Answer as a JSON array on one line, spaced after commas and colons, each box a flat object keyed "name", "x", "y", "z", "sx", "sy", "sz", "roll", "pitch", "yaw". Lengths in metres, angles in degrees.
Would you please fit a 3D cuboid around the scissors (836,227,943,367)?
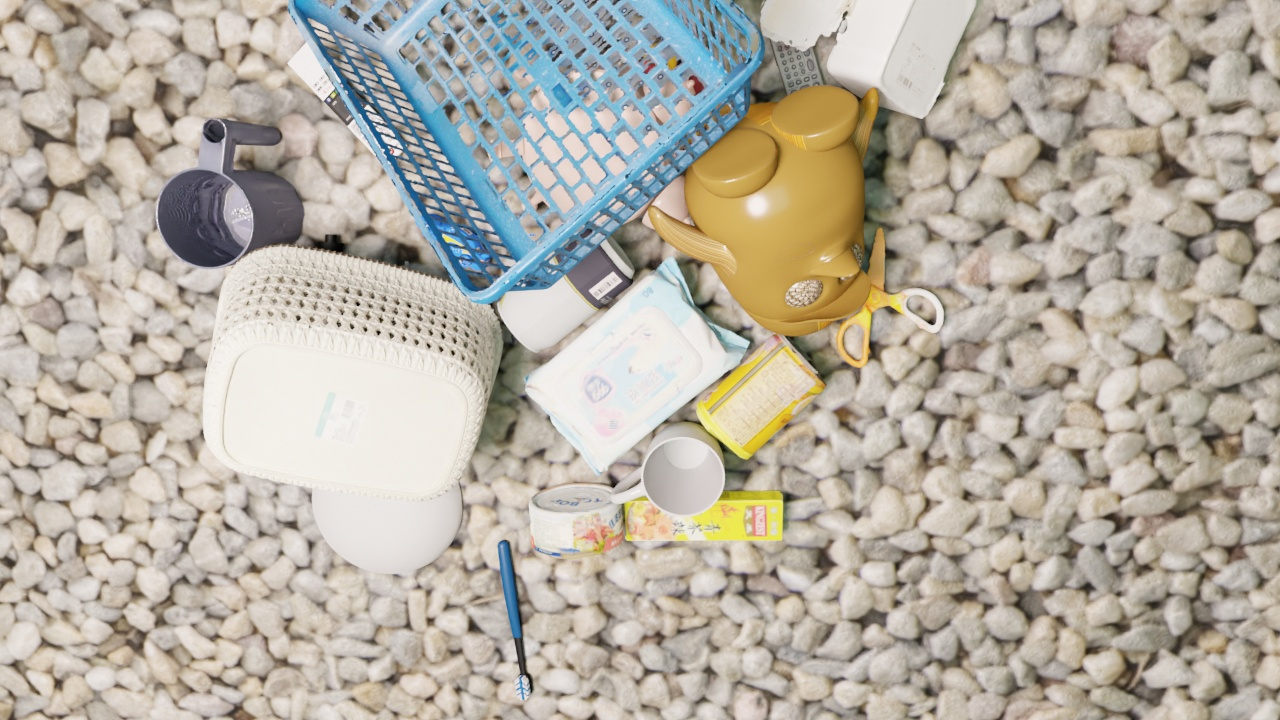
[{"name": "scissors", "x": 0.214, "y": -0.054, "z": 0.814, "sx": 0.128, "sy": 0.011, "sz": 0.125, "roll": 4, "pitch": 101, "yaw": 6}]

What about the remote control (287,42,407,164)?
[{"name": "remote control", "x": -0.260, "y": -0.228, "z": 0.819, "sx": 0.028, "sy": 0.011, "sz": 0.124, "roll": -42, "pitch": 95, "yaw": 11}]

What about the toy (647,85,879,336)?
[{"name": "toy", "x": 0.118, "y": -0.101, "z": 0.730, "sx": 0.198, "sy": 0.162, "sz": 0.203, "roll": -30, "pitch": 133, "yaw": -7}]

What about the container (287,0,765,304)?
[{"name": "container", "x": -0.091, "y": -0.234, "z": 0.692, "sx": 0.257, "sy": 0.089, "sz": 0.362, "roll": -40, "pitch": 64, "yaw": 11}]

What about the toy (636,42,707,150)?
[{"name": "toy", "x": 0.024, "y": -0.220, "z": 0.782, "sx": 0.084, "sy": 0.046, "sz": 0.103, "roll": -13, "pitch": 97, "yaw": 23}]

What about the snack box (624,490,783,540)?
[{"name": "snack box", "x": 0.059, "y": 0.146, "z": 0.861, "sx": 0.148, "sy": 0.029, "sz": 0.040, "roll": -1, "pitch": 102, "yaw": 5}]

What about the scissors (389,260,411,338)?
[{"name": "scissors", "x": -0.237, "y": -0.010, "z": 0.862, "sx": 0.141, "sy": 0.014, "sz": 0.174, "roll": 9, "pitch": 101, "yaw": 1}]

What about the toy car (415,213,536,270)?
[{"name": "toy car", "x": -0.147, "y": -0.118, "z": 0.818, "sx": 0.092, "sy": 0.033, "sz": 0.062, "roll": 39, "pitch": 109, "yaw": -4}]

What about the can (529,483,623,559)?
[{"name": "can", "x": -0.059, "y": 0.146, "z": 0.842, "sx": 0.086, "sy": 0.086, "sz": 0.043, "roll": -2, "pitch": 101, "yaw": 5}]

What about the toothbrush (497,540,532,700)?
[{"name": "toothbrush", "x": -0.125, "y": 0.258, "z": 0.908, "sx": 0.014, "sy": 0.014, "sz": 0.168, "roll": -3, "pitch": 102, "yaw": 17}]

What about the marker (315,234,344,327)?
[{"name": "marker", "x": -0.286, "y": -0.053, "z": 0.845, "sx": 0.025, "sy": 0.025, "sz": 0.126, "roll": 3, "pitch": 95, "yaw": 4}]

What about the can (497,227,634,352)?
[{"name": "can", "x": -0.070, "y": -0.059, "z": 0.811, "sx": 0.127, "sy": 0.064, "sz": 0.064, "roll": -37, "pitch": 96, "yaw": 11}]

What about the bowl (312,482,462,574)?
[{"name": "bowl", "x": -0.249, "y": 0.142, "z": 0.879, "sx": 0.149, "sy": 0.043, "sz": 0.149, "roll": 1, "pitch": 102, "yaw": 5}]

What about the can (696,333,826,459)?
[{"name": "can", "x": 0.107, "y": 0.031, "z": 0.814, "sx": 0.105, "sy": 0.067, "sz": 0.067, "roll": -44, "pitch": 95, "yaw": 11}]

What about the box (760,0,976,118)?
[{"name": "box", "x": 0.170, "y": -0.274, "z": 0.741, "sx": 0.137, "sy": 0.125, "sz": 0.109, "roll": 28, "pitch": 102, "yaw": 41}]

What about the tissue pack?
[{"name": "tissue pack", "x": -0.005, "y": 0.005, "z": 0.816, "sx": 0.182, "sy": 0.070, "sz": 0.112, "roll": -40, "pitch": 95, "yaw": 11}]

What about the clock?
[{"name": "clock", "x": -0.035, "y": -0.174, "z": 0.757, "sx": 0.161, "sy": 0.086, "sz": 0.131, "roll": 8, "pitch": 116, "yaw": 16}]

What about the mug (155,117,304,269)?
[{"name": "mug", "x": -0.349, "y": -0.145, "z": 0.797, "sx": 0.084, "sy": 0.104, "sz": 0.124, "roll": 12, "pitch": 102, "yaw": 2}]

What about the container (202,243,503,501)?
[{"name": "container", "x": -0.239, "y": 0.017, "z": 0.767, "sx": 0.246, "sy": 0.142, "sz": 0.185, "roll": 12, "pitch": 115, "yaw": -16}]

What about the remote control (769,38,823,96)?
[{"name": "remote control", "x": 0.144, "y": -0.219, "z": 0.785, "sx": 0.033, "sy": 0.013, "sz": 0.136, "roll": -18, "pitch": 100, "yaw": 9}]

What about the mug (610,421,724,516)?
[{"name": "mug", "x": 0.023, "y": 0.097, "z": 0.823, "sx": 0.107, "sy": 0.089, "sz": 0.071, "roll": -25, "pitch": 99, "yaw": 9}]
